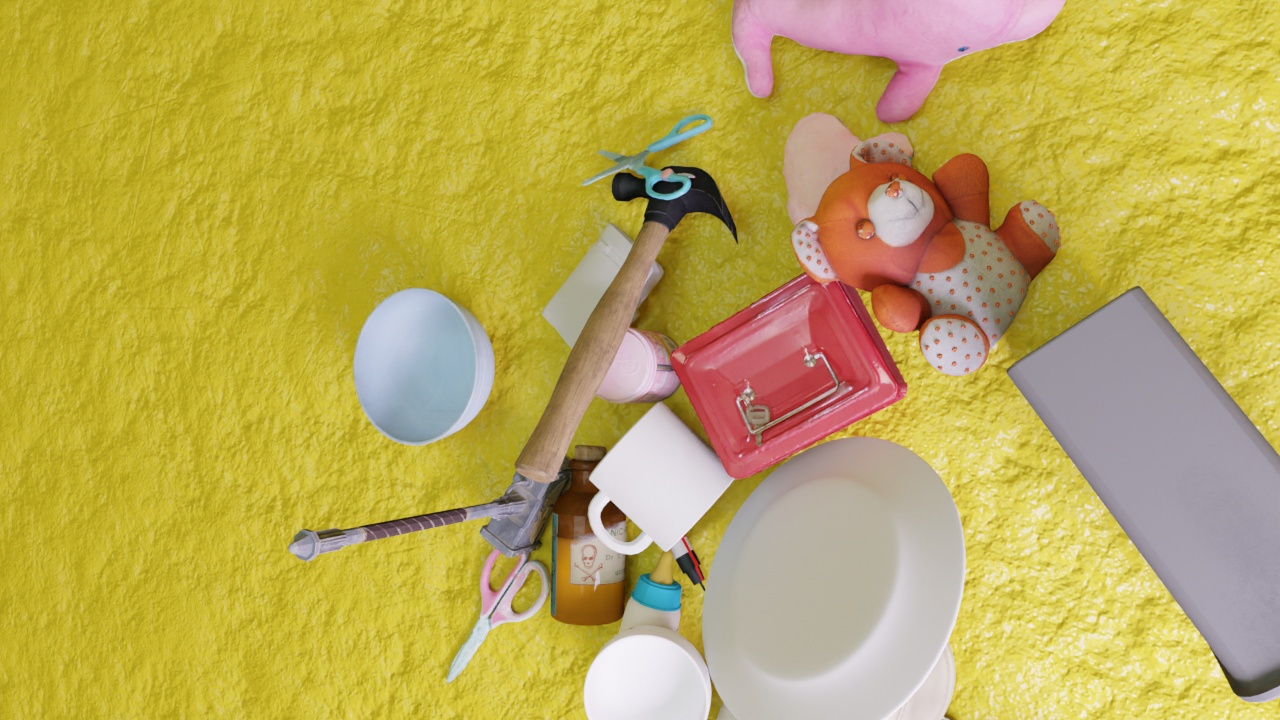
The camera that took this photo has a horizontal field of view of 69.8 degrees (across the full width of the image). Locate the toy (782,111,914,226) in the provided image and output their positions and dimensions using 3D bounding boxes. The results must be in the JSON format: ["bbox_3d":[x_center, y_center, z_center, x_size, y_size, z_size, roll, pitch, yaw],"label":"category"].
[{"bbox_3d":[0.170,-0.150,0.753,0.105,0.053,0.108,0,88,14],"label":"toy"}]

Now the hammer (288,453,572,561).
[{"bbox_3d":[-0.161,0.129,0.749,0.044,0.321,0.098,33,102,22],"label":"hammer"}]

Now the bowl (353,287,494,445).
[{"bbox_3d":[-0.202,0.007,0.909,0.151,0.074,0.150,-1,87,25],"label":"bowl"}]

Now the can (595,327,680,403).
[{"bbox_3d":[-0.005,0.005,0.814,0.067,0.076,0.067,-1,88,25],"label":"can"}]

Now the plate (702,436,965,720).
[{"bbox_3d":[0.132,0.165,0.697,0.243,0.016,0.242,-35,37,32],"label":"plate"}]

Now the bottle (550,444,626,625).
[{"bbox_3d":[-0.047,0.155,0.835,0.068,0.067,0.157,0,88,25],"label":"bottle"}]

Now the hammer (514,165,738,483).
[{"bbox_3d":[-0.019,-0.037,0.766,0.132,0.040,0.304,10,63,33],"label":"hammer"}]

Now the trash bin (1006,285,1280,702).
[{"bbox_3d":[0.345,0.075,0.585,0.098,0.191,0.219,-37,72,19],"label":"trash bin"}]

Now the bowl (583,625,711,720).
[{"bbox_3d":[0.009,0.270,0.762,0.105,0.054,0.105,1,94,11],"label":"bowl"}]

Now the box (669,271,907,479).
[{"bbox_3d":[0.120,0.012,0.750,0.159,0.086,0.129,-30,75,21],"label":"box"}]

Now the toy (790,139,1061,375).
[{"bbox_3d":[0.211,-0.086,0.686,0.172,0.093,0.163,35,77,6],"label":"toy"}]

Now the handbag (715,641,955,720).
[{"bbox_3d":[0.143,0.281,0.744,0.184,0.131,0.229,29,98,49],"label":"handbag"}]

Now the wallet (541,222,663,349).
[{"bbox_3d":[-0.034,-0.063,0.859,0.116,0.032,0.086,-50,59,18],"label":"wallet"}]

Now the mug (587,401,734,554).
[{"bbox_3d":[0.009,0.109,0.780,0.090,0.091,0.121,43,81,7],"label":"mug"}]

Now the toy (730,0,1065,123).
[{"bbox_3d":[0.183,-0.288,0.709,0.266,0.127,0.187,10,96,31],"label":"toy"}]

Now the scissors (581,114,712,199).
[{"bbox_3d":[0.014,-0.188,0.827,0.136,0.015,0.125,31,74,39],"label":"scissors"}]

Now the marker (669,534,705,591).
[{"bbox_3d":[0.022,0.144,0.829,0.019,0.019,0.145,-35,74,20],"label":"marker"}]

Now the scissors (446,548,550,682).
[{"bbox_3d":[-0.150,0.260,0.911,0.076,0.017,0.174,38,104,20],"label":"scissors"}]

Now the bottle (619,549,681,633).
[{"bbox_3d":[0.008,0.237,0.815,0.051,0.051,0.146,16,95,25],"label":"bottle"}]
